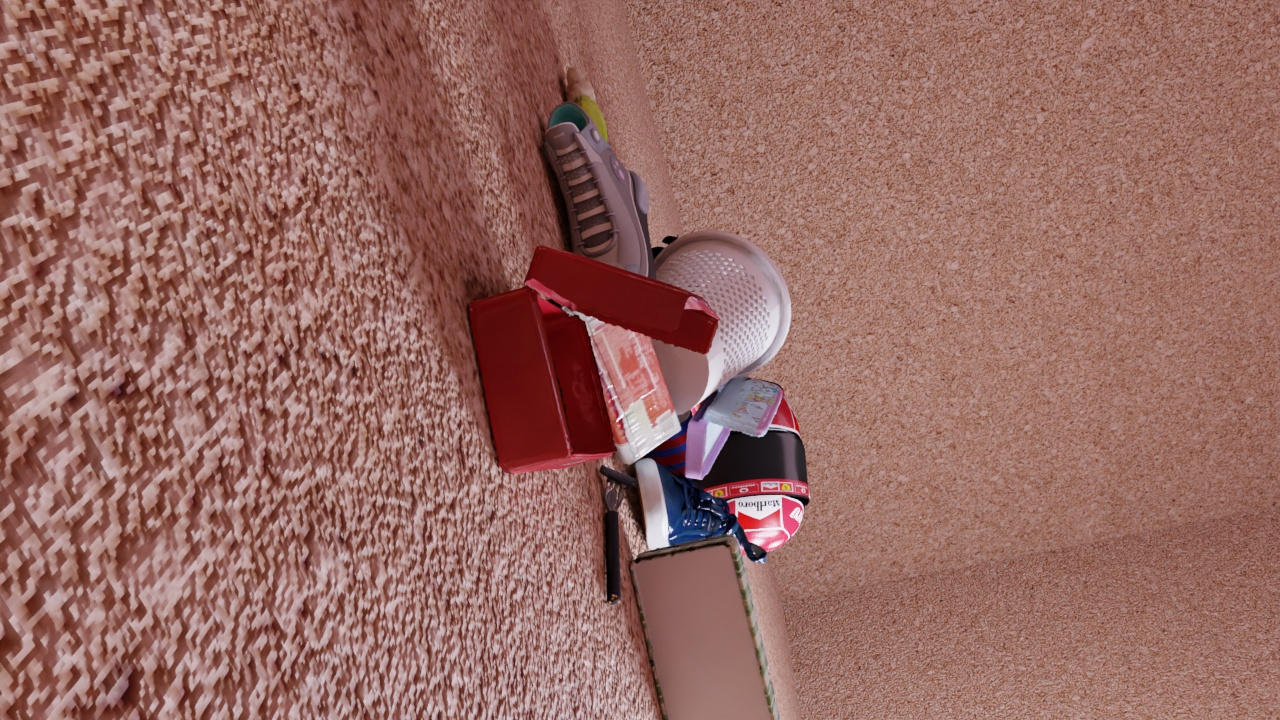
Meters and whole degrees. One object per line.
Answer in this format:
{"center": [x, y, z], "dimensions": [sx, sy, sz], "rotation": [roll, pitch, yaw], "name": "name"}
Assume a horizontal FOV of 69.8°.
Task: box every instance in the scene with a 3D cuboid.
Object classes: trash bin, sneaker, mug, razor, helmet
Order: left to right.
{"center": [-0.055, -0.163, 0.984], "dimensions": [0.256, 0.093, 0.160], "rotation": [-94, 159, -44], "name": "sneaker"}
{"center": [-0.025, 0.163, 0.854], "dimensions": [0.042, 0.022, 0.144], "rotation": [25, 40, -22], "name": "razor"}
{"center": [0.032, 0.105, 1.194], "dimensions": [0.112, 0.075, 0.076], "rotation": [29, -42, 66], "name": "mug"}
{"center": [0.056, -0.034, 1.089], "dimensions": [0.199, 0.196, 0.195], "rotation": [-41, 120, -56], "name": "trash bin"}
{"center": [0.072, 0.188, 1.112], "dimensions": [0.294, 0.127, 0.120], "rotation": [56, 20, -62], "name": "sneaker"}
{"center": [0.164, 0.186, 1.432], "dimensions": [0.271, 0.197, 0.224], "rotation": [95, -9, -63], "name": "helmet"}

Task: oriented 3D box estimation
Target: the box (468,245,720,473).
{"center": [-0.046, 0.010, 0.671], "dimensions": [0.165, 0.152, 0.157], "rotation": [-66, 168, 1], "name": "box"}

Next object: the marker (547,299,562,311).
{"center": [-0.064, 0.013, 0.832], "dimensions": [0.016, 0.016, 0.140], "rotation": [-18, 95, -82], "name": "marker"}

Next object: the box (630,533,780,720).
{"center": [0.065, 0.288, 0.934], "dimensions": [0.050, 0.118, 0.205], "rotation": [8, 67, -76], "name": "box"}

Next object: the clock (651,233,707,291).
{"center": [0.043, -0.115, 1.229], "dimensions": [0.042, 0.121, 0.091], "rotation": [-1, 51, -45], "name": "clock"}

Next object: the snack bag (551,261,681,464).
{"center": [-0.021, 0.008, 0.931], "dimensions": [0.041, 0.077, 0.225], "rotation": [40, -23, 49], "name": "snack bag"}

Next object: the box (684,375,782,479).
{"center": [0.122, 0.079, 1.136], "dimensions": [0.213, 0.093, 0.089], "rotation": [-39, 134, -71], "name": "box"}

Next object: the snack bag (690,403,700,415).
{"center": [0.047, 0.056, 1.309], "dimensions": [0.082, 0.082, 0.176], "rotation": [-94, 167, -50], "name": "snack bag"}

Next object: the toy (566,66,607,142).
{"center": [-0.076, -0.338, 1.238], "dimensions": [0.092, 0.043, 0.118], "rotation": [-17, 91, -80], "name": "toy"}
